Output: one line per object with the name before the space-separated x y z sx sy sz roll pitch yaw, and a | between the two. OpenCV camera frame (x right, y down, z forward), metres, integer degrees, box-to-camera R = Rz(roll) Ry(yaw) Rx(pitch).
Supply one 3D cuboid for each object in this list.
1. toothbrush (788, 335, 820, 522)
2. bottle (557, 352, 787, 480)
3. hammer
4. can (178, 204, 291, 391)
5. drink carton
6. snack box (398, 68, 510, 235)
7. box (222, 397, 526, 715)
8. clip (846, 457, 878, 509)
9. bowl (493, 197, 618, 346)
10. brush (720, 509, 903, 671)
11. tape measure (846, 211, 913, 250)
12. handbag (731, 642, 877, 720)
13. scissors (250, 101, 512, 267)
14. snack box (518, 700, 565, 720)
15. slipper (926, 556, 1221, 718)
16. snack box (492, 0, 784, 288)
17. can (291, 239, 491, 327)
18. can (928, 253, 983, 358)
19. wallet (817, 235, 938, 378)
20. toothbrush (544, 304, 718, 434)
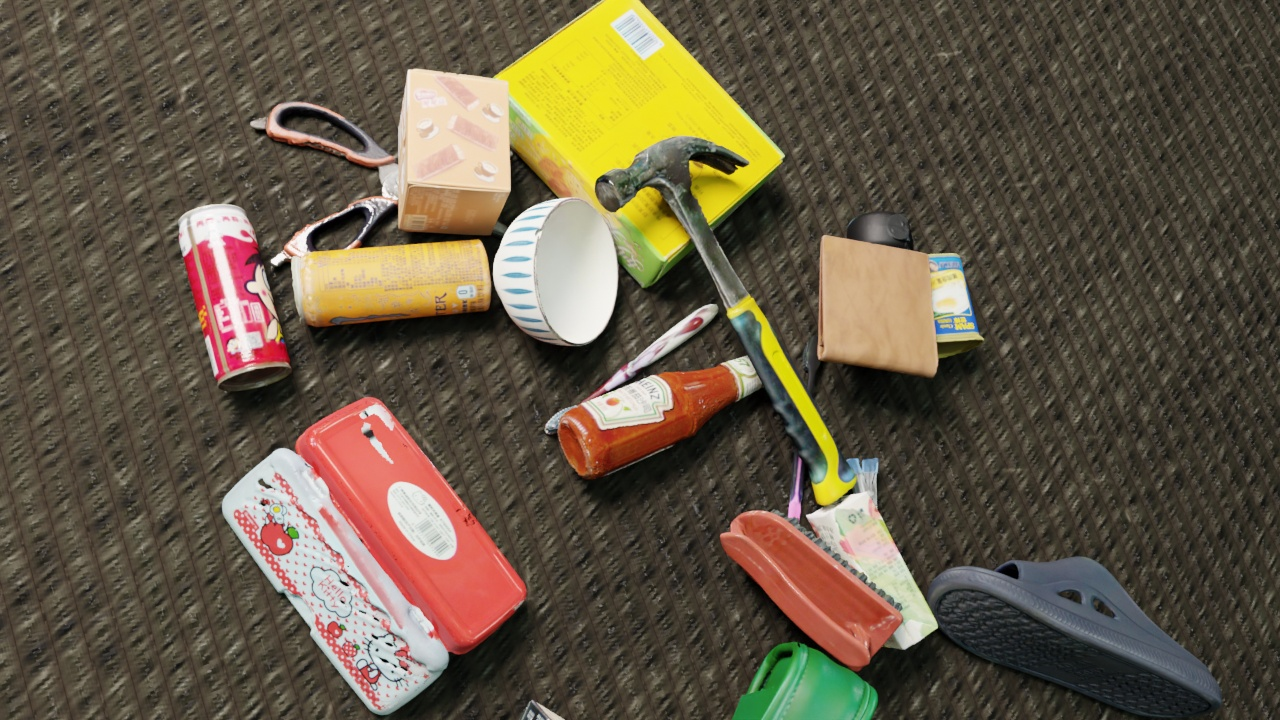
toothbrush | 0.138 0.070 0.790 0.014 0.018 0.189 11 77 -9
bottle | 0.034 0.034 0.749 0.205 0.060 0.059 -22 81 -24
hammer | 0.091 -0.030 0.737 0.125 0.032 0.323 -36 103 -27
can | -0.307 -0.047 0.691 0.053 0.053 0.132 -16 80 -17
drink carton | 0.190 0.171 0.752 0.045 0.054 0.122 -26 84 -19
snack box | -0.148 -0.160 0.723 0.077 0.093 0.094 1 76 -18
box | -0.194 0.138 0.666 0.154 0.074 0.201 -38 85 -15
clip | 0.192 0.111 0.783 0.043 0.027 0.058 1 76 -21
bowl | -0.075 -0.070 0.734 0.066 0.116 0.116 2 70 31
brush | 0.127 0.172 0.711 0.146 0.063 0.069 40 28 19
tape measure | 0.216 -0.107 0.828 0.058 0.057 0.039 -3 73 18
handbag | 0.109 0.270 0.668 0.068 0.131 0.120 31 75 6
scissors | -0.216 -0.150 0.761 0.225 0.015 0.189 -32 85 -20
snack box | -0.027 0.289 0.638 0.125 0.113 0.053 34 72 -2
slipper | 0.356 0.216 0.762 0.268 0.111 0.083 26 55 -11
snack box | -0.006 -0.191 0.791 0.157 0.070 0.210 -42 88 -19
can | -0.193 -0.061 0.719 0.146 0.058 0.058 -7 77 -15
can | 0.245 -0.047 0.820 0.102 0.057 0.083 -4 74 -15
wallet | 0.198 -0.046 0.768 0.101 0.020 0.115 10 67 -10
toothbrush | -0.005 0.004 0.768 0.187 0.017 0.016 -36 87 -18
